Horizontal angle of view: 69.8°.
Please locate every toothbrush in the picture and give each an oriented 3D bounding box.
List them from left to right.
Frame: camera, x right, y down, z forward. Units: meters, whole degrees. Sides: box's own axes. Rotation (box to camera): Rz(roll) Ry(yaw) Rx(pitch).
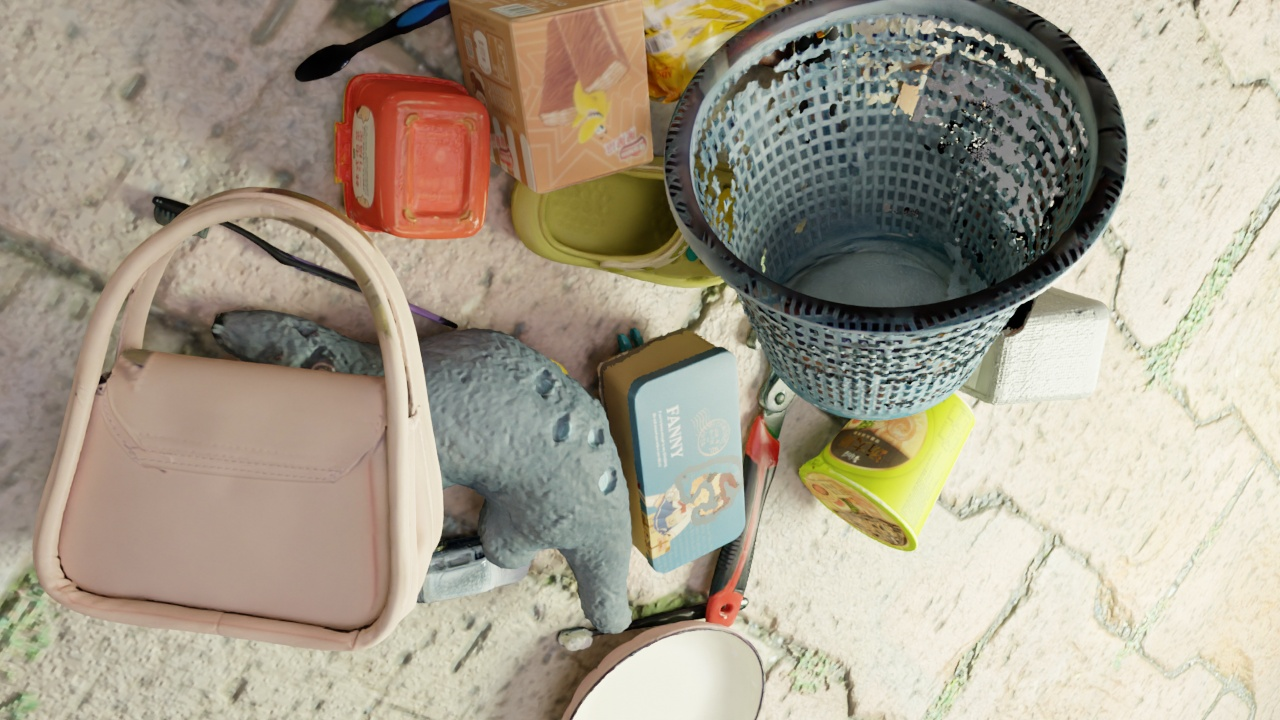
[{"bbox_3d":[-0.192,-0.051,0.545,0.189,0.014,0.017,24,102,-34],"label":"toothbrush"},{"bbox_3d":[-0.116,-0.207,0.533,0.189,0.016,0.014,-35,112,-17],"label":"toothbrush"},{"bbox_3d":[0.017,0.215,0.756,0.180,0.018,0.016,-3,101,-30],"label":"toothbrush"}]

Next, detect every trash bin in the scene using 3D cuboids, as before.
[{"bbox_3d":[0.139,-0.069,0.545,0.226,0.226,0.195,-40,152,-11],"label":"trash bin"}]

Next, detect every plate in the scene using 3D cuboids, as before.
[{"bbox_3d":[0.014,0.293,0.763,0.192,0.039,0.193,-11,117,-24],"label":"plate"}]

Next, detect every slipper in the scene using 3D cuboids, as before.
[{"bbox_3d":[0.011,-0.089,0.605,0.190,0.081,0.092,3,108,-27],"label":"slipper"}]

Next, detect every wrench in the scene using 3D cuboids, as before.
[{"bbox_3d":[0.092,0.095,0.750,0.056,0.016,0.273,2,104,-30],"label":"wrench"}]

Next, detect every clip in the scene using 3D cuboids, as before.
[{"bbox_3d":[-0.003,0.002,0.669,0.040,0.014,0.056,-29,119,-18],"label":"clip"}]

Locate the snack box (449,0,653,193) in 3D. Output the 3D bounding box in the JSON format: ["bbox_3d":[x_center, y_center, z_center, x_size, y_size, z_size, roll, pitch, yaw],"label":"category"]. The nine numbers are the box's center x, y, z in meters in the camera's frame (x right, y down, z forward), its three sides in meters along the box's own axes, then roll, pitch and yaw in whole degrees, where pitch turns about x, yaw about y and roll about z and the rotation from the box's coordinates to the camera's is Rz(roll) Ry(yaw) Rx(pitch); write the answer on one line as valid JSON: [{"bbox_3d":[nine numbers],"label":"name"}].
[{"bbox_3d":[-0.051,-0.162,0.529,0.077,0.093,0.094,-21,125,-22],"label":"snack box"}]

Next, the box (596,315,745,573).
[{"bbox_3d":[0.024,0.061,0.666,0.089,0.061,0.184,-23,126,-23],"label":"box"}]

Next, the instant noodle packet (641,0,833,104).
[{"bbox_3d":[0.042,-0.221,0.532,0.128,0.044,0.111,-24,116,-1],"label":"instant noodle packet"}]

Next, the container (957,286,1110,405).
[{"bbox_3d":[0.328,-0.013,0.805,0.114,0.090,0.090,-6,110,-24],"label":"container"}]

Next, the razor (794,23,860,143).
[{"bbox_3d":[0.127,-0.206,0.629,0.067,0.062,0.168,-66,150,-46],"label":"razor"}]

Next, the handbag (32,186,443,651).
[{"bbox_3d":[-0.202,0.027,0.487,0.193,0.093,0.234,7,102,-4],"label":"handbag"}]

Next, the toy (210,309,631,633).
[{"bbox_3d":[-0.096,0.057,0.592,0.138,0.091,0.356,-46,118,8],"label":"toy"}]

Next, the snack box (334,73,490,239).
[{"bbox_3d":[-0.126,-0.113,0.519,0.082,0.080,0.091,-4,110,-27],"label":"snack box"}]

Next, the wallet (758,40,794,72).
[{"bbox_3d":[0.081,-0.259,0.596,0.101,0.032,0.125,-8,116,-49],"label":"wallet"}]

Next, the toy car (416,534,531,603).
[{"bbox_3d":[-0.119,0.145,0.645,0.090,0.034,0.043,-6,107,-29],"label":"toy car"}]

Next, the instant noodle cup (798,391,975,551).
[{"bbox_3d":[0.213,0.077,0.768,0.123,0.112,0.111,-52,124,-14],"label":"instant noodle cup"}]

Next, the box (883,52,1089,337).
[{"bbox_3d":[0.251,-0.124,0.719,0.177,0.153,0.182,-16,127,-68],"label":"box"}]
